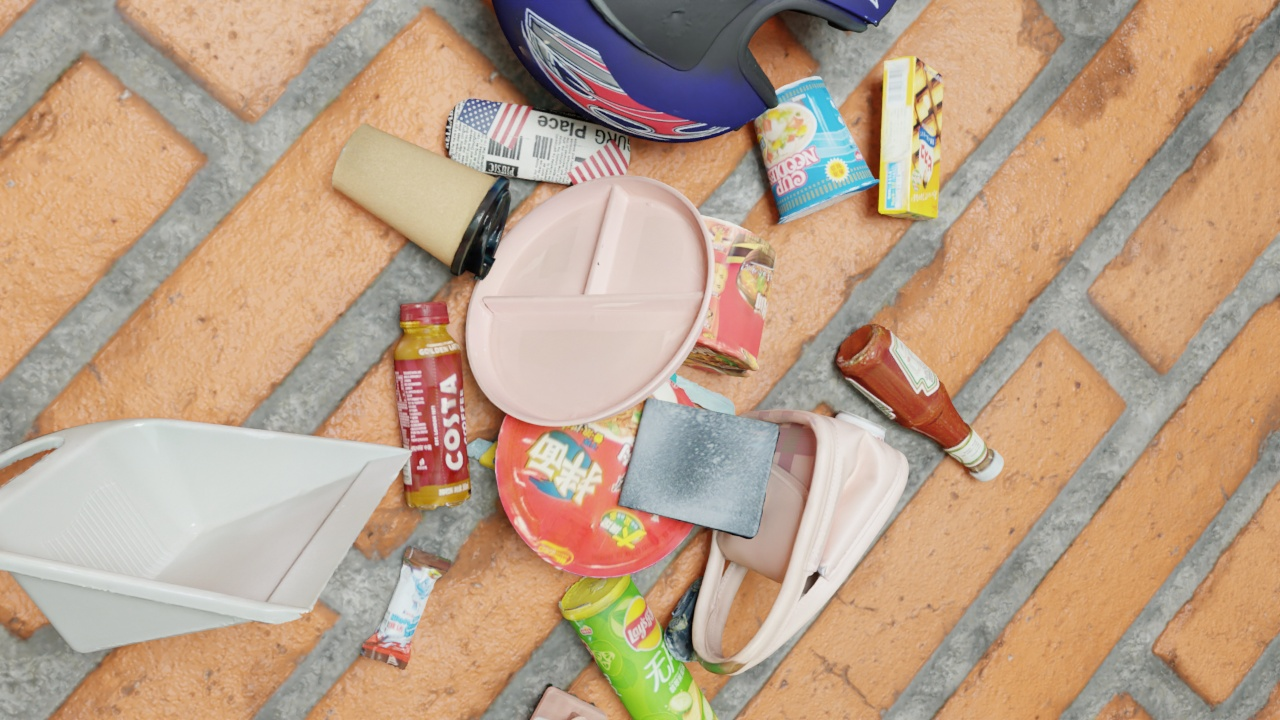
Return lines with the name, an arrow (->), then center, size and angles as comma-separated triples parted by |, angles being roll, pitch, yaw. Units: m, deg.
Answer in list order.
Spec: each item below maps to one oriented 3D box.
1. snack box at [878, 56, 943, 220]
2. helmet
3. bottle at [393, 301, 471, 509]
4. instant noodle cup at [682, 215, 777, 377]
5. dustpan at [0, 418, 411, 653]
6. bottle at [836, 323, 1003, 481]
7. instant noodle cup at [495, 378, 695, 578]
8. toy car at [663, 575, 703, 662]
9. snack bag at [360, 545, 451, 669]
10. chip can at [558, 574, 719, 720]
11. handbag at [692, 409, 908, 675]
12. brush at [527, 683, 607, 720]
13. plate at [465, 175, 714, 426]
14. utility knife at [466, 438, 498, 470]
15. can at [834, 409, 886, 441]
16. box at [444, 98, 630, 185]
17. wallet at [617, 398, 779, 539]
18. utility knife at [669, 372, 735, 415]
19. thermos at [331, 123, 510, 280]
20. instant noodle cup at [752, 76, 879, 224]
snack box -> 0.254, -0.205, 0.861 | 0.086, 0.034, 0.140 | -4, 99, -55
helmet -> 0.032, -0.292, 0.723 | 0.315, 0.247, 0.241 | 19, 117, -17
bottle -> -0.180, 0.037, 0.790 | 0.057, 0.057, 0.175 | -4, 96, -13
instant noodle cup -> 0.051, -0.058, 0.803 | 0.138, 0.138, 0.108 | 20, 82, -14
dustpan -> -0.343, 0.098, 0.672 | 0.258, 0.222, 0.143 | -19, 110, 12
bottle -> 0.279, 0.047, 0.899 | 0.206, 0.060, 0.059 | 40, 85, -16
instant noodle cup -> -0.037, 0.091, 0.812 | 0.193, 0.066, 0.193 | 2, 83, -17
toy car -> 0.049, 0.239, 0.850 | 0.043, 0.034, 0.090 | 60, 37, -15
snack bag -> -0.208, 0.219, 0.815 | 0.048, 0.026, 0.104 | 27, 88, -26
chip can -> 0.010, 0.295, 0.848 | 0.072, 0.072, 0.221 | -33, 101, -9
handbag -> 0.112, 0.158, 0.788 | 0.093, 0.193, 0.234 | 27, 81, -15
brush -> -0.092, 0.371, 0.830 | 0.063, 0.073, 0.145 | 31, 89, -14
plate -> -0.042, -0.050, 0.756 | 0.229, 0.229, 0.028 | -53, 144, -5
utility knife -> -0.082, 0.109, 0.840 | 0.171, 0.015, 0.033 | 24, 86, -14
can -> 0.188, 0.117, 0.884 | 0.053, 0.053, 0.132 | 24, 89, -14
box -> -0.089, -0.189, 0.806 | 0.164, 0.051, 0.068 | 8, 83, -15
wallet -> 0.049, 0.089, 0.768 | 0.121, 0.019, 0.097 | 11, 79, 17
utility knife -> -0.005, 0.005, 0.851 | 0.218, 0.013, 0.029 | 26, 86, -11
thermos -> -0.178, -0.135, 0.765 | 0.143, 0.093, 0.093 | 27, 88, -6
instant noodle cup -> 0.151, -0.193, 0.836 | 0.099, 0.099, 0.110 | -23, 91, -11
